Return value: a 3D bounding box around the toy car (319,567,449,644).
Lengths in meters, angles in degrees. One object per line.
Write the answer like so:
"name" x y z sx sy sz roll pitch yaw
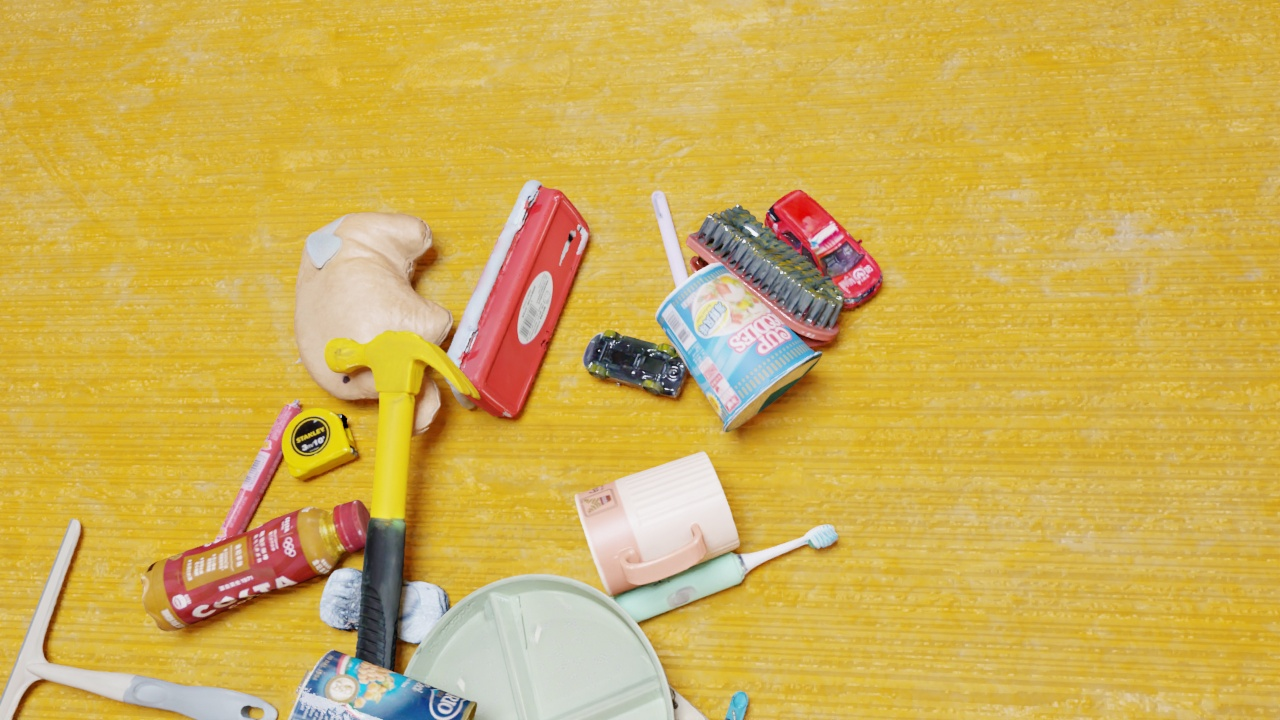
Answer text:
"toy car" -0.205 0.195 0.731 0.106 0.031 0.048 7 71 9

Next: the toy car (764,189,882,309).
"toy car" 0.156 -0.098 0.791 0.053 0.045 0.120 -37 70 -6

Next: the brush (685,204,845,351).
"brush" 0.106 -0.063 0.773 0.146 0.069 0.063 42 39 19

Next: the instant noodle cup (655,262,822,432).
"instant noodle cup" 0.070 -0.015 0.729 0.099 0.099 0.110 -37 77 -8

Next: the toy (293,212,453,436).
"toy" -0.234 -0.026 0.800 0.143 0.082 0.225 -22 68 12

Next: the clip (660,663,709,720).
"clip" 0.014 0.243 0.677 0.098 0.064 0.034 33 74 27

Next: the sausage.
"sausage" -0.332 0.104 0.794 0.020 0.020 0.155 17 72 15

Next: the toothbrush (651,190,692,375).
"toothbrush" 0.036 -0.073 0.813 0.029 0.021 0.189 -15 65 4

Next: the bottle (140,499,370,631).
"bottle" -0.305 0.161 0.742 0.175 0.057 0.057 -20 66 -5

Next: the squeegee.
"squeegee" -0.408 0.261 0.730 0.247 0.039 0.246 7 69 11

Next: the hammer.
"hammer" -0.194 0.124 0.704 0.129 0.033 0.300 -1 80 18

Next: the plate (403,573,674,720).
"plate" -0.080 0.270 0.659 0.231 0.027 0.229 -9 67 21

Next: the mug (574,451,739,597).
"mug" 0.015 0.127 0.685 0.106 0.114 0.082 -20 104 -3

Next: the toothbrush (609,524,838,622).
"toothbrush" 0.045 0.170 0.706 0.224 0.026 0.027 -21 24 -1

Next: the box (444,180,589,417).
"box" -0.116 -0.056 0.792 0.068 0.090 0.201 9 69 29

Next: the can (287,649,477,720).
"can" -0.177 0.251 0.625 0.111 0.075 0.075 19 71 3

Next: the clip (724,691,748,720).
"clip" 0.065 0.268 0.665 0.014 0.041 0.056 18 68 12

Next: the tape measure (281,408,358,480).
"tape measure" -0.278 0.071 0.794 0.060 0.029 0.057 -24 67 -2

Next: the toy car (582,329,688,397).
"toy car" -0.005 0.005 0.777 0.090 0.035 0.042 16 69 17
